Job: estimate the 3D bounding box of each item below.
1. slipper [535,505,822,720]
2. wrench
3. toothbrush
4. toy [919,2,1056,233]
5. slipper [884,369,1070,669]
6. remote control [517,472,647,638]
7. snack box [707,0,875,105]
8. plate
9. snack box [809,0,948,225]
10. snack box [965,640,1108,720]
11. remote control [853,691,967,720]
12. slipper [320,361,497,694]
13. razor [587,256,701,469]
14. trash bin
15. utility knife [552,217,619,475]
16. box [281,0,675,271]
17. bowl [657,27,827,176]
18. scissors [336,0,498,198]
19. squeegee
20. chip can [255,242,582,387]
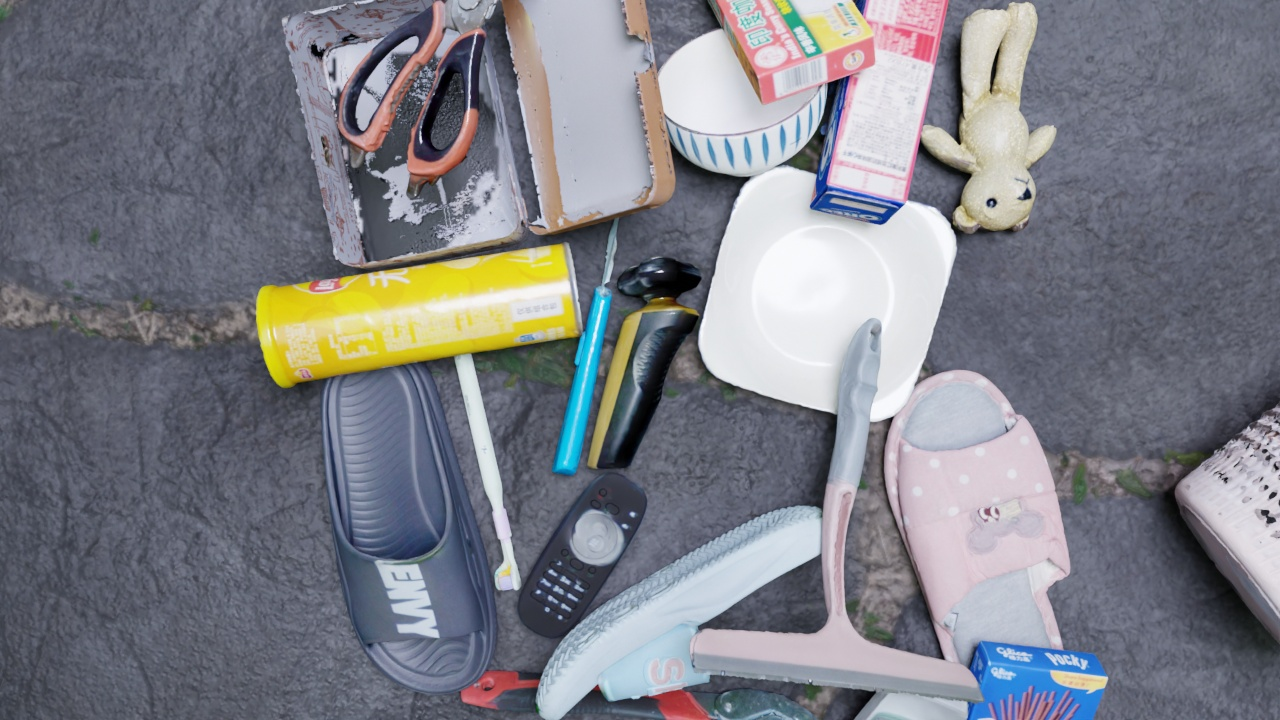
[{"bbox_3d":[0.036,0.185,0.655,0.245,0.104,0.074,-30,89,-4],"label":"slipper"},{"bbox_3d":[0.000,0.260,0.689,0.273,0.056,0.016,7,118,5],"label":"wrench"},{"bbox_3d":[-0.117,0.080,0.691,0.020,0.029,0.189,-13,93,-40],"label":"toothbrush"},{"bbox_3d":[0.252,-0.168,0.643,0.105,0.066,0.157,-6,102,-16],"label":"toy"},{"bbox_3d":[0.252,0.142,0.670,0.114,0.054,0.274,-14,96,1],"label":"slipper"},{"bbox_3d":[-0.044,0.145,0.691,0.053,0.024,0.136,33,93,0],"label":"remote control"},{"bbox_3d":[0.092,-0.240,0.617,0.077,0.027,0.155,-19,54,3],"label":"snack box"},{"bbox_3d":[0.132,-0.048,0.669,0.164,0.034,0.163,16,94,0],"label":"plate"},{"bbox_3d":[0.167,-0.199,0.630,0.058,0.057,0.207,14,82,-1],"label":"snack box"},{"bbox_3d":[0.273,0.279,0.671,0.084,0.026,0.157,7,112,1],"label":"snack box"},{"bbox_3d":[0.180,0.275,0.664,0.056,0.019,0.135,22,127,1],"label":"remote control"},{"bbox_3d":[-0.180,0.119,0.663,0.111,0.083,0.268,-12,91,1],"label":"slipper"},{"bbox_3d":[-0.004,0.004,0.672,0.068,0.062,0.167,23,101,29],"label":"razor"},{"bbox_3d":[0.483,0.098,0.598,0.192,0.227,0.227,-35,93,15],"label":"trash bin"},{"bbox_3d":[-0.035,-0.019,0.678,0.018,0.034,0.216,12,92,-10],"label":"utility knife"},{"bbox_3d":[-0.104,-0.166,0.619,0.274,0.124,0.179,-9,94,24],"label":"box"},{"bbox_3d":[0.072,-0.172,0.636,0.116,0.066,0.116,-8,54,10],"label":"bowl"},{"bbox_3d":[-0.100,-0.196,0.552,0.206,0.015,0.196,-8,94,19],"label":"scissors"},{"bbox_3d":[0.141,0.091,0.621,0.247,0.040,0.249,17,73,-28],"label":"squeegee"},{"bbox_3d":[-0.150,-0.034,0.642,0.213,0.072,0.072,-10,94,-6],"label":"chip can"}]
